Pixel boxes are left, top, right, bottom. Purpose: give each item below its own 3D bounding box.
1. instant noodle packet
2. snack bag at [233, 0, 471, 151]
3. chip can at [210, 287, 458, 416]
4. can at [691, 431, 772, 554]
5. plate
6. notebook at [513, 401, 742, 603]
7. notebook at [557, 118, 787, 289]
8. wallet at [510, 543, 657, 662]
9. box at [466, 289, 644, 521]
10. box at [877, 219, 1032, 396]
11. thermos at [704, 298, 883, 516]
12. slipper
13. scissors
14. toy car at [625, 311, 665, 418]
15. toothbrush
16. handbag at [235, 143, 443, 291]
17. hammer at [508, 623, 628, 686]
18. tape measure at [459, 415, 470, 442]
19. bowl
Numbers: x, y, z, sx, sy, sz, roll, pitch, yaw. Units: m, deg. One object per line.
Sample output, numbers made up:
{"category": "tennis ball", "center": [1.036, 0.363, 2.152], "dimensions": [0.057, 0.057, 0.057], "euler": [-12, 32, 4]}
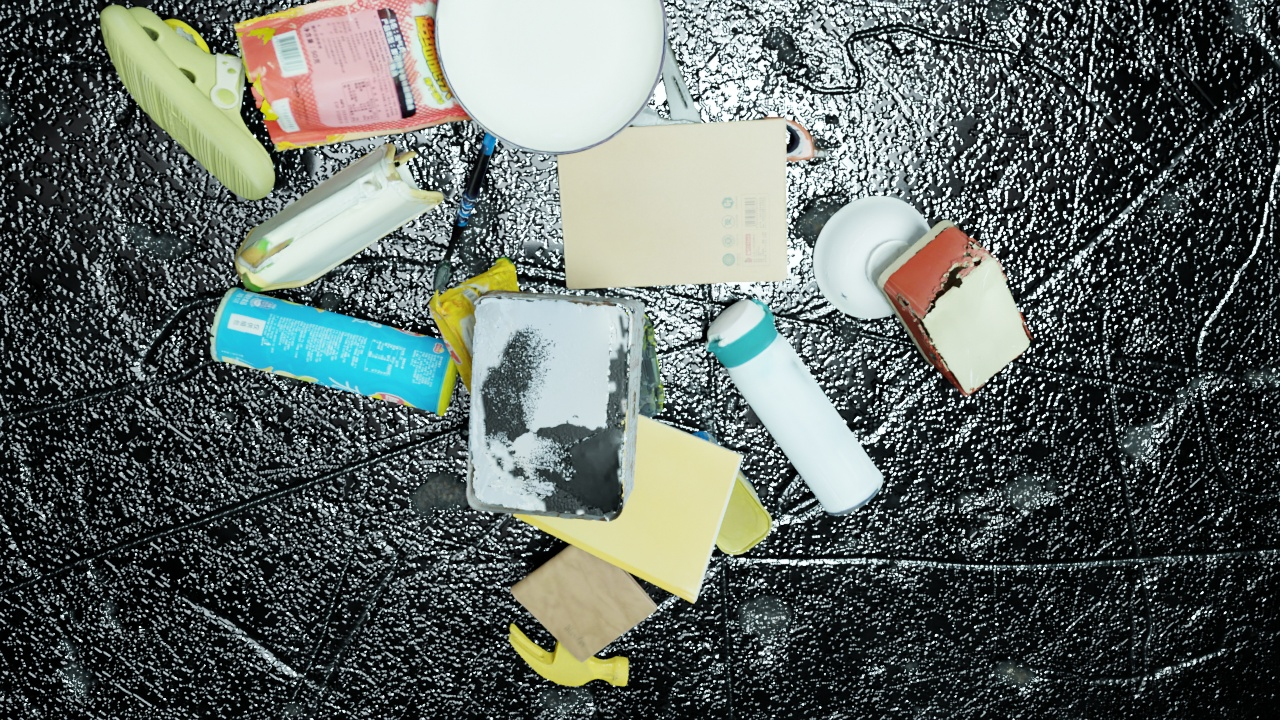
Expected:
{"category": "instant noodle packet", "center": [-0.134, -0.020, 0.835], "dimensions": [0.044, 0.110, 0.128], "euler": [-9, 110, 37]}
{"category": "snack bag", "center": [-0.227, -0.255, 0.787], "dimensions": [0.207, 0.073, 0.129], "euler": [-16, 112, -7]}
{"category": "chip can", "center": [-0.275, -0.008, 0.842], "dimensions": [0.210, 0.071, 0.071], "euler": [14, 103, -6]}
{"category": "can", "center": [0.075, 0.125, 0.889], "dimensions": [0.057, 0.083, 0.102], "euler": [-38, 103, 6]}
{"category": "plate", "center": [-0.073, -0.271, 0.766], "dimensions": [0.192, 0.039, 0.193], "euler": [1, 110, 2]}
{"category": "notebook", "center": [-0.018, 0.118, 0.858], "dimensions": [0.206, 0.010, 0.146], "euler": [20, 99, 25]}
{"category": "notebook", "center": [0.030, -0.141, 0.842], "dimensions": [0.208, 0.008, 0.148], "euler": [-2, 106, 5]}
{"category": "wallet", "center": [-0.054, 0.236, 0.911], "dimensions": [0.101, 0.020, 0.115], "euler": [-38, 107, 7]}
{"category": "box", "center": [-0.072, 0.032, 0.790], "dimensions": [0.150, 0.166, 0.182], "euler": [5, 96, 8]}
{"category": "box", "center": [0.290, -0.039, 0.820], "dimensions": [0.091, 0.078, 0.168], "euler": [-42, 138, 7]}
{"category": "thermos", "center": [0.147, 0.042, 0.882], "dimensions": [0.073, 0.073, 0.224], "euler": [-35, 103, 6]}
{"category": "slipper", "center": [-0.370, -0.224, 0.783], "dimensions": [0.190, 0.092, 0.081], "euler": [48, 60, -5]}
{"category": "scissors", "center": [0.061, -0.190, 0.842], "dimensions": [0.225, 0.015, 0.189], "euler": [12, 104, -5]}
{"category": "toy car", "center": [-0.005, 0.005, 0.877], "dimensions": [0.048, 0.032, 0.105], "euler": [-8, 102, 7]}
{"category": "toothbrush", "center": [-0.155, -0.145, 0.831], "dimensions": [0.014, 0.016, 0.190], "euler": [18, 110, -17]}
{"category": "handbag", "center": [-0.260, -0.118, 0.759], "dimensions": [0.163, 0.178, 0.063], "euler": [-31, 99, 6]}
{"category": "hammer", "center": [-0.056, 0.193, 0.926], "dimensions": [0.128, 0.033, 0.301], "euler": [8, 104, -6]}
{"category": "tape measure", "center": [-0.134, 0.058, 0.886], "dimensions": [0.066, 0.033, 0.066], "euler": [27, 103, -9]}
{"category": "bowl", "center": [0.226, -0.091, 0.851], "dimensions": [0.118, 0.064, 0.118], "euler": [-1, 104, -3]}
